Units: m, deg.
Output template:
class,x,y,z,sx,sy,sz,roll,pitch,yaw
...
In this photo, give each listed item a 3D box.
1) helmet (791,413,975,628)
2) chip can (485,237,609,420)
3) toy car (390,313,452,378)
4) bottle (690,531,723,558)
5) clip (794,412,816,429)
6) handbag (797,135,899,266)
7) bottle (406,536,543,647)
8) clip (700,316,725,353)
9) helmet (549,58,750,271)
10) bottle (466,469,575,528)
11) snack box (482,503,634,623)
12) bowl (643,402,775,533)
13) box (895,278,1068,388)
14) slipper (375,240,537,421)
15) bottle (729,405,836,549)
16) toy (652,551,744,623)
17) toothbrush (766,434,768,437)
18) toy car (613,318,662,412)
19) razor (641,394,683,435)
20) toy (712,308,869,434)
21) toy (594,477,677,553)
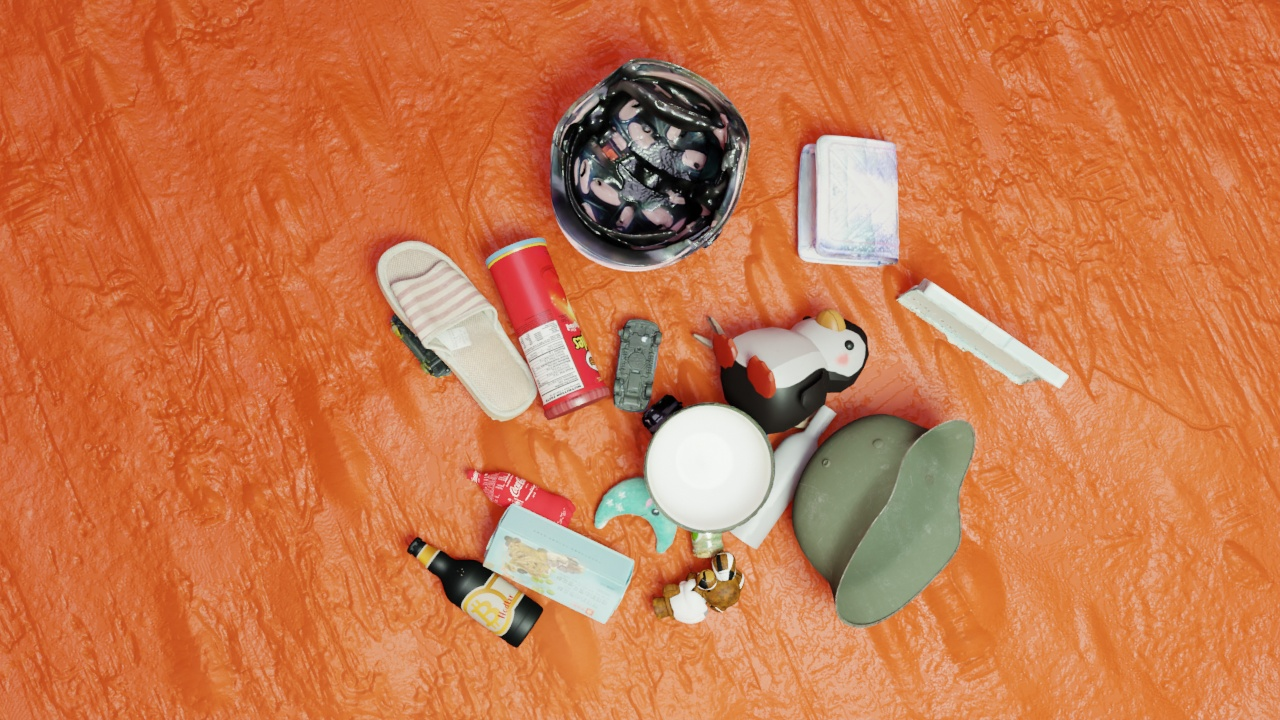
class,x,y,z,sx,sy,sz,roll,pitch,yaw
helmet,0.276,0.161,1.092,0.268,0.227,0.154,-54,47,5
chip can,-0.117,-0.039,1.147,0.087,0.087,0.213,-22,86,-3
toy car,-0.274,-0.025,1.170,0.049,0.030,0.107,-36,89,-5
bottle,0.079,0.190,1.155,0.043,0.043,0.111,-7,88,-2
clip,0.205,0.079,1.176,0.061,0.026,0.049,-28,92,-10
handbag,0.269,-0.202,1.179,0.126,0.069,0.158,2,86,-15
bottle,-0.209,0.279,1.133,0.181,0.059,0.059,35,86,2
clip,0.101,-0.030,1.181,0.049,0.026,0.061,4,87,-2
helmet,0.004,-0.226,1.129,0.230,0.152,0.255,26,87,-2
bottle,-0.151,0.170,1.151,0.141,0.042,0.042,24,85,1
snack box,-0.100,0.249,1.127,0.174,0.053,0.075,26,124,1
bowl,0.079,0.124,1.095,0.153,0.073,0.153,0,92,-2
box,0.419,-0.034,1.130,0.197,0.136,0.044,36,90,1
slipper,-0.225,-0.040,1.141,0.114,0.052,0.263,-40,92,-31
bottle,0.180,0.141,1.147,0.052,0.052,0.195,35,90,1
toy,0.071,0.287,1.132,0.113,0.087,0.067,-16,47,9
toothbrush,0.148,0.039,1.182,0.021,0.017,0.135,-9,84,-6
toy car,-0.007,0.007,1.165,0.056,0.043,0.120,9,83,0
razor,0.071,0.086,1.157,0.140,0.053,0.063,16,92,-1
toy,0.198,0.013,1.132,0.183,0.159,0.140,-22,126,-22
toy,0.001,0.191,1.160,0.105,0.033,0.085,24,96,0
